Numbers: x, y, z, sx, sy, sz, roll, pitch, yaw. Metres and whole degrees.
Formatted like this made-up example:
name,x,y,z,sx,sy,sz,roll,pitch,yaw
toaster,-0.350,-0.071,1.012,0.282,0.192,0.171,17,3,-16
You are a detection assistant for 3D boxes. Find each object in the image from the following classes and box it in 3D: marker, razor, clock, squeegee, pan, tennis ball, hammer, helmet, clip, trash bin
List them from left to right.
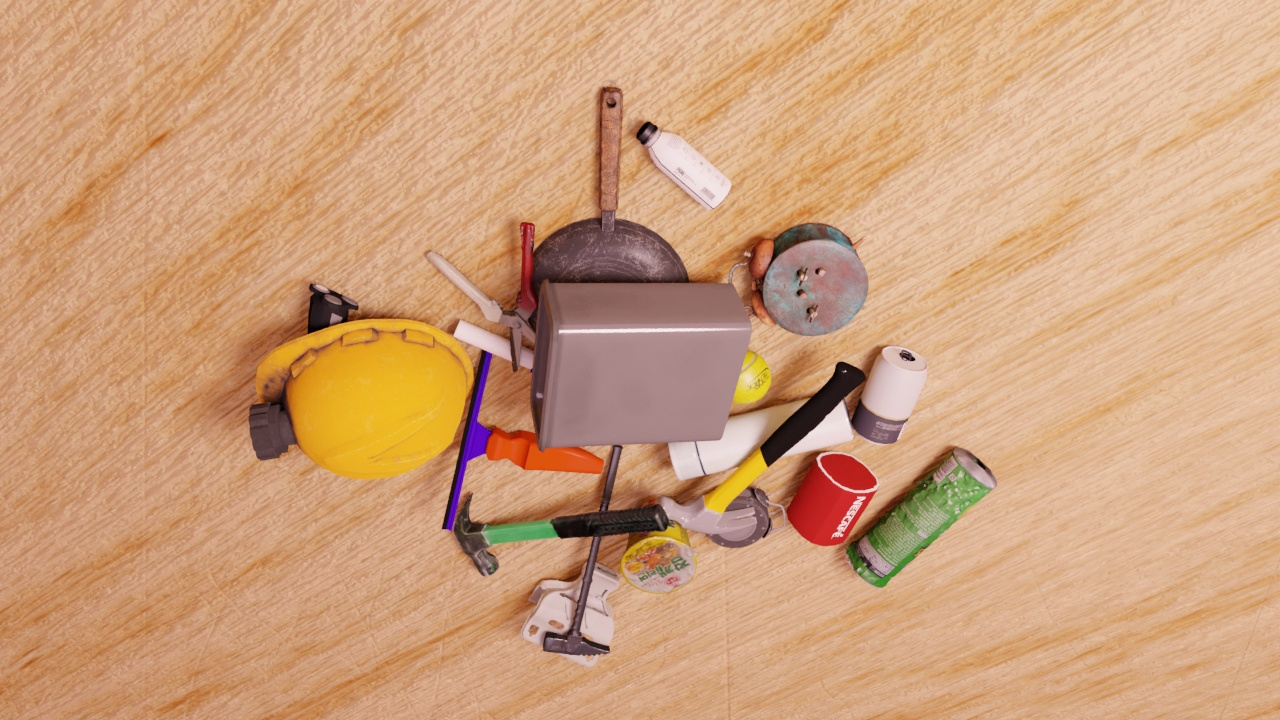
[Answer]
name,x,y,z,sx,sy,sz,roll,pitch,yaw
razor,-0.369,-0.018,1.104,0.060,0.057,0.156,-19,133,-39
helmet,-0.318,0.068,1.075,0.255,0.131,0.206,-9,134,-10
marker,-0.164,-0.012,1.124,0.133,0.023,0.027,24,139,-14
squeegee,-0.138,0.118,1.187,0.184,0.055,0.250,13,104,-8
hammer,-0.111,0.222,1.215,0.319,0.032,0.130,-10,119,27
clip,-0.092,0.354,1.337,0.126,0.110,0.150,28,85,-18
hammer,-0.058,0.266,1.259,0.095,0.015,0.325,10,108,-9
pan,-0.038,-0.134,1.043,0.207,0.040,0.358,2,123,-1
trash bin,-0.006,0.006,1.047,0.219,0.097,0.192,-1,131,-14
clock,0.134,0.209,1.249,0.123,0.043,0.091,-9,121,5
tennis ball,0.126,0.020,1.119,0.065,0.065,0.065,0,122,0
hammer,0.155,0.115,1.120,0.127,0.029,0.325,24,126,-25
clock,0.180,-0.089,1.048,0.158,0.073,0.121,-6,122,5

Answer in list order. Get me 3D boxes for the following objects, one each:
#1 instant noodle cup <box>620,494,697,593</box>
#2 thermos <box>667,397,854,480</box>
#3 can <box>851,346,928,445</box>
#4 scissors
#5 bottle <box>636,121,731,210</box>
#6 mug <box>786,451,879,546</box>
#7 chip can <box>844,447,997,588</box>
name,x,y,z,sx,sy,sz,roll,pitch,yaw
instant noodle cup,0.025,0.239,1.229,0.102,0.108,0.102,0,122,0
thermos,0.151,0.097,1.167,0.230,0.067,0.068,-15,121,9
can,0.309,0.039,1.133,0.064,0.064,0.128,10,121,-6
scissors,-0.167,-0.078,1.066,0.179,0.015,0.199,17,122,7
bottle,0.045,-0.213,0.990,0.116,0.041,0.041,37,115,-21
mug,0.265,0.182,1.217,0.116,0.080,0.097,0,127,-34
chip can,0.376,0.212,1.235,0.075,0.075,0.224,30,117,-18
